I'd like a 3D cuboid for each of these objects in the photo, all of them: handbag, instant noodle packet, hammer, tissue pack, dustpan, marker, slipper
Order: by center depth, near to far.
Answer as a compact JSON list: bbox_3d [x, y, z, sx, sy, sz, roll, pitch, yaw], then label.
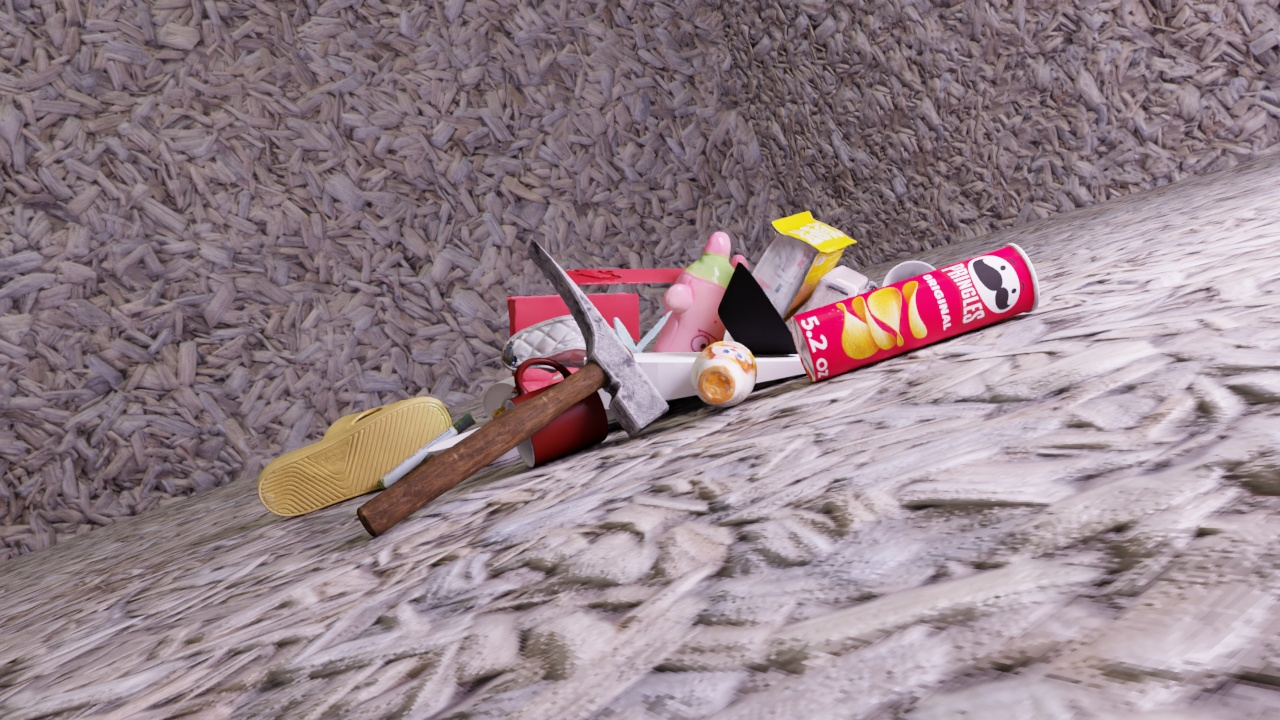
[{"bbox_3d":[-0.149,0.037,0.862,0.299,0.217,0.037,-33,-8,-24],"label":"hammer"},{"bbox_3d":[0.065,0.022,1.047,0.258,0.053,0.191,-1,4,1],"label":"dustpan"},{"bbox_3d":[0.247,-0.065,1.149,0.104,0.071,0.181,-64,-17,17],"label":"tissue pack"},{"bbox_3d":[-0.273,0.116,1.173,0.146,0.017,0.017,-37,5,-6],"label":"marker"},{"bbox_3d":[-0.368,0.122,1.200,0.263,0.099,0.078,-23,20,-3],"label":"slipper"},{"bbox_3d":[0.174,-0.078,1.202,0.222,0.084,0.162,-61,-15,25],"label":"instant noodle packet"},{"bbox_3d":[-0.090,0.004,1.317,0.139,0.072,0.194,-18,-24,29],"label":"handbag"}]

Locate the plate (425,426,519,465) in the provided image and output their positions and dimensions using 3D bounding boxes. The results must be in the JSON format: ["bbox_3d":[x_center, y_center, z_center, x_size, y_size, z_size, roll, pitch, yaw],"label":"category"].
[{"bbox_3d":[-0.169,0.098,1.107,0.174,0.036,0.174,-18,3,1],"label":"plate"}]

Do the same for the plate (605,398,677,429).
[{"bbox_3d":[-0.022,0.064,1.081,0.178,0.012,0.178,-18,3,1],"label":"plate"}]

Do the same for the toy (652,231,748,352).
[{"bbox_3d":[0.074,-0.051,1.232,0.097,0.236,0.192,32,-3,40],"label":"toy"}]

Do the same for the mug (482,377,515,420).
[{"bbox_3d":[-0.205,0.070,1.590,0.110,0.074,0.090,9,9,11],"label":"mug"}]

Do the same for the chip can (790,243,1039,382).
[{"bbox_3d":[0.259,-0.045,0.878,0.220,0.069,0.069,-18,3,1],"label":"chip can"}]

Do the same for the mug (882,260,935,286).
[{"bbox_3d":[0.320,-0.071,1.125,0.107,0.071,0.089,-43,-10,13],"label":"mug"}]

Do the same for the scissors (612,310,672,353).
[{"bbox_3d":[-0.018,0.009,1.148,0.175,0.013,0.170,-33,-39,-3],"label":"scissors"}]

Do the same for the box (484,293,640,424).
[{"bbox_3d":[-0.139,0.019,1.574,0.212,0.148,0.376,-5,-27,-21],"label":"box"}]

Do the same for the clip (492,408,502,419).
[{"bbox_3d":[-0.196,0.095,1.309,0.054,0.048,0.046,-16,49,43],"label":"clip"}]

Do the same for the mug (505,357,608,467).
[{"bbox_3d":[-0.089,0.046,0.931,0.082,0.106,0.073,-19,11,-22],"label":"mug"}]

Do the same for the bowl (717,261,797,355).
[{"bbox_3d":[0.122,-0.044,1.026,0.052,0.124,0.124,-34,2,3],"label":"bowl"}]

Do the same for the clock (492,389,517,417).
[{"bbox_3d":[-0.142,0.066,1.262,0.104,0.056,0.147,-6,-1,43],"label":"clock"}]

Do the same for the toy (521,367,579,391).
[{"bbox_3d":[-0.093,0.041,1.203,0.135,0.045,0.091,9,29,-9],"label":"toy"}]

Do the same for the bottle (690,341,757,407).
[{"bbox_3d":[0.080,0.016,0.892,0.063,0.063,0.108,-17,4,12],"label":"bottle"}]
